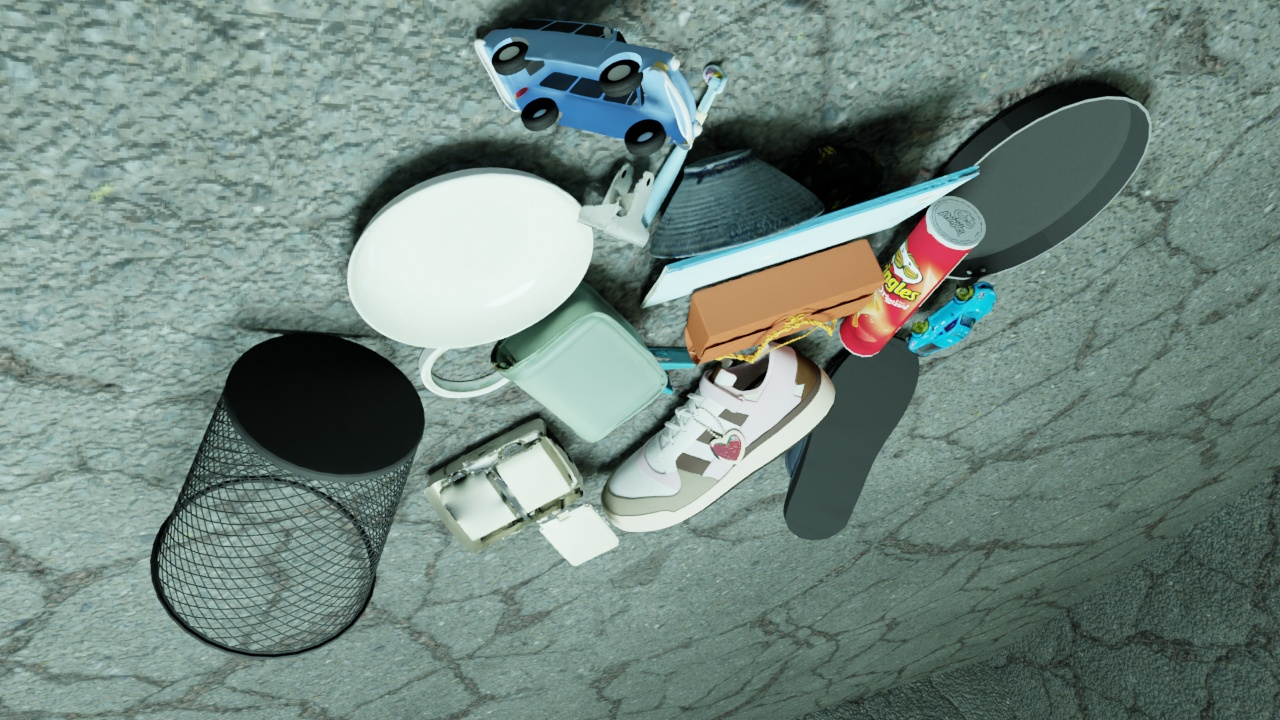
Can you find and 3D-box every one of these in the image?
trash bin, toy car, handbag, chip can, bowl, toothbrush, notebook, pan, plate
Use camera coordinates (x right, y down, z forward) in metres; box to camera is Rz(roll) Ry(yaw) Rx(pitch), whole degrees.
[{"bbox_3d":[-0.274,0.102,0.736,0.183,0.184,0.211,3,134,-36],"label":"trash bin"},{"bbox_3d":[-0.029,-0.163,0.535,0.054,0.153,0.056,-54,144,-20],"label":"toy car"},{"bbox_3d":[0.134,-0.043,0.869,0.172,0.060,0.109,-18,164,-8],"label":"handbag"},{"bbox_3d":[0.251,-0.072,0.876,0.051,0.051,0.215,-12,157,-16],"label":"chip can"},{"bbox_3d":[-0.052,0.001,0.792,0.106,0.067,0.122,-40,130,8],"label":"handbag"},{"bbox_3d":[0.066,-0.126,0.694,0.137,0.137,0.057,-19,106,-7],"label":"bowl"},{"bbox_3d":[0.026,-0.152,0.686,0.016,0.022,0.155,-20,154,-37],"label":"toothbrush"},{"bbox_3d":[0.128,-0.097,0.761,0.253,0.009,0.181,-18,177,-8],"label":"notebook"},{"bbox_3d":[0.327,-0.040,0.960,0.048,0.032,0.106,16,131,-42],"label":"toy car"},{"bbox_3d":[0.353,-0.123,0.916,0.225,0.034,0.357,-9,146,-21],"label":"pan"},{"bbox_3d":[-0.126,-0.079,0.683,0.182,0.034,0.183,-16,147,-11],"label":"plate"}]

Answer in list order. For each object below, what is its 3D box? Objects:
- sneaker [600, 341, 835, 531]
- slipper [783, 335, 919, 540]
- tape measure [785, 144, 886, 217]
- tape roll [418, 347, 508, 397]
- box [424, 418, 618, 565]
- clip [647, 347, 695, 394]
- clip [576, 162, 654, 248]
[{"bbox_3d":[0.059,0.078,0.986,0.294,0.111,0.116,-32,125,17],"label":"sneaker"},{"bbox_3d":[0.232,0.081,1.087,0.109,0.083,0.266,13,110,-16],"label":"slipper"},{"bbox_3d":[0.154,-0.144,0.757,0.071,0.042,0.073,-1,145,-36],"label":"tape measure"},{"bbox_3d":[-0.148,0.001,0.807,0.093,0.013,0.093,-16,147,-11],"label":"tape roll"},{"bbox_3d":[-0.119,0.161,0.963,0.143,0.044,0.184,-26,112,9],"label":"box"},{"bbox_3d":[0.001,-0.007,0.880,0.130,0.030,0.120,-6,140,-25],"label":"clip"},{"bbox_3d":[-0.004,-0.112,0.684,0.060,0.052,0.101,-51,169,11],"label":"clip"}]
